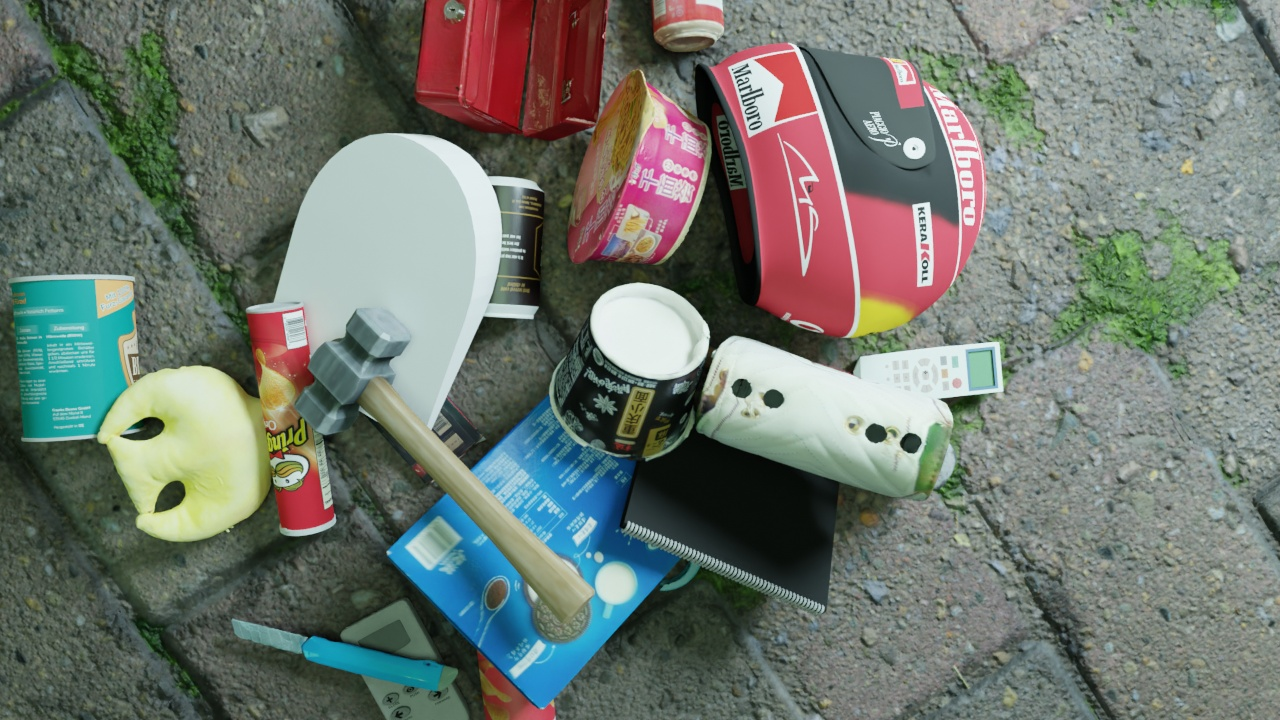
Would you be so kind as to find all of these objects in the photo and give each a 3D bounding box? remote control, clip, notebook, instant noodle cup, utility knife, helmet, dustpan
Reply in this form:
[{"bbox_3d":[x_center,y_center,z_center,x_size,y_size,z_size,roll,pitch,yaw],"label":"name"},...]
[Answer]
[{"bbox_3d":[0.283,0.013,0.913,0.143,0.024,0.049,-6,93,0],"label":"remote control"},{"bbox_3d":[0.046,0.163,0.912,0.121,0.031,0.130,44,91,1],"label":"clip"},{"bbox_3d":[-0.230,0.317,0.910,0.074,0.019,0.151,-28,93,-1],"label":"remote control"},{"bbox_3d":[0.090,0.133,0.856,0.206,0.016,0.148,25,51,-12],"label":"notebook"},{"bbox_3d":[0.001,-0.163,0.832,0.077,0.179,0.178,16,92,-19],"label":"instant noodle cup"},{"bbox_3d":[-0.289,0.285,0.891,0.225,0.015,0.031,15,90,-3],"label":"utility knife"},{"bbox_3d":[0.186,-0.157,0.818,0.224,0.198,0.271,-11,85,-1],"label":"helmet"},{"bbox_3d":[-0.005,0.005,0.815,0.137,0.112,0.137,8,52,-10],"label":"instant noodle cup"},{"bbox_3d":[-0.230,-0.080,0.851,0.191,0.053,0.258,28,111,12],"label":"dustpan"}]

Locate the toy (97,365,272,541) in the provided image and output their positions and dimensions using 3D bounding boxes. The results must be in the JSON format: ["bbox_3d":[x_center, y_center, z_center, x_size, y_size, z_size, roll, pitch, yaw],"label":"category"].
[{"bbox_3d":[-0.408,0.085,0.860,0.154,0.065,0.170,-24,111,-32],"label":"toy"}]

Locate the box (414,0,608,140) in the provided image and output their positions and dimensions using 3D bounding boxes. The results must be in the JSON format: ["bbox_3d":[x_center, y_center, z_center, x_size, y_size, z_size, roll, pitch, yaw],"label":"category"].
[{"bbox_3d":[-0.126,-0.290,0.829,0.156,0.147,0.157,4,92,-21],"label":"box"}]

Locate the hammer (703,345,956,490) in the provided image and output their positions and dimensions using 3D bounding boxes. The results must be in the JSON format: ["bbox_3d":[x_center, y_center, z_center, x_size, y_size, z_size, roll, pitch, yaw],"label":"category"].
[{"bbox_3d":[0.144,0.035,0.885,0.328,0.098,0.052,26,89,3],"label":"hammer"}]

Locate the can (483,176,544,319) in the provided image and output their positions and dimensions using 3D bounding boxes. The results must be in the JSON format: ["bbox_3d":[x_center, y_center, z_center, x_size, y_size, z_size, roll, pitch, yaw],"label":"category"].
[{"bbox_3d":[-0.129,-0.105,0.869,0.072,0.072,0.128,3,93,-2],"label":"can"}]

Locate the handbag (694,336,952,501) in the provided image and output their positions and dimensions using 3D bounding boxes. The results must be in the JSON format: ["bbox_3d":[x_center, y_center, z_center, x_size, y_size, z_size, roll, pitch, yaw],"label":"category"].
[{"bbox_3d":[0.152,0.048,0.779,0.198,0.142,0.096,19,86,10],"label":"handbag"}]

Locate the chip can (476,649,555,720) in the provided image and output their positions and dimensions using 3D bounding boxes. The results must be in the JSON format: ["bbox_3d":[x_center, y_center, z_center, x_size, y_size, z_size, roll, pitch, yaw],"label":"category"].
[{"bbox_3d":[-0.116,0.347,0.890,0.073,0.073,0.233,-7,92,-2],"label":"chip can"}]

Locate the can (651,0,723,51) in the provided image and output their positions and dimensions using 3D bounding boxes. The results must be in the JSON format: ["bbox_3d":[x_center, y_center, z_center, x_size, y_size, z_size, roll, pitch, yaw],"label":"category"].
[{"bbox_3d":[0.040,-0.384,0.866,0.067,0.067,0.170,-5,92,-2],"label":"can"}]

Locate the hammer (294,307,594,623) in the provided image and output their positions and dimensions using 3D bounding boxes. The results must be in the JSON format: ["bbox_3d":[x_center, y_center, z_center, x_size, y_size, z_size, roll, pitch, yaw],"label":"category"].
[{"bbox_3d":[-0.164,0.096,0.788,0.323,0.051,0.117,43,107,14],"label":"hammer"}]

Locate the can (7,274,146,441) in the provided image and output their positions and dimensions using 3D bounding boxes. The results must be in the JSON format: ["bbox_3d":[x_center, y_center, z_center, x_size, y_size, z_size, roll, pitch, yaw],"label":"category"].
[{"bbox_3d":[-0.517,-0.003,0.845,0.099,0.099,0.144,-3,93,-2],"label":"can"}]

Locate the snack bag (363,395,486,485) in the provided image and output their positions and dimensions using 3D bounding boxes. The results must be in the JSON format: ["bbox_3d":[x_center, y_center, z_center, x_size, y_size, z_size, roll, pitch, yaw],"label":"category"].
[{"bbox_3d":[-0.231,0.042,0.899,0.074,0.018,0.155,-40,93,0],"label":"snack bag"}]

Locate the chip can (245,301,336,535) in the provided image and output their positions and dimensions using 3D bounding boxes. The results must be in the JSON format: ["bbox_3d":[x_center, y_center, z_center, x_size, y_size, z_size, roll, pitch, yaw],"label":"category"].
[{"bbox_3d":[-0.328,0.054,0.862,0.052,0.051,0.215,-5,102,-2],"label":"chip can"}]

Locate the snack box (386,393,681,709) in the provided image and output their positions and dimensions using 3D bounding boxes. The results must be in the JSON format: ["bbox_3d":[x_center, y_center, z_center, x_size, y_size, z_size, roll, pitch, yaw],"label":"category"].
[{"bbox_3d":[-0.079,0.162,0.849,0.195,0.056,0.238,44,73,4],"label":"snack box"}]
